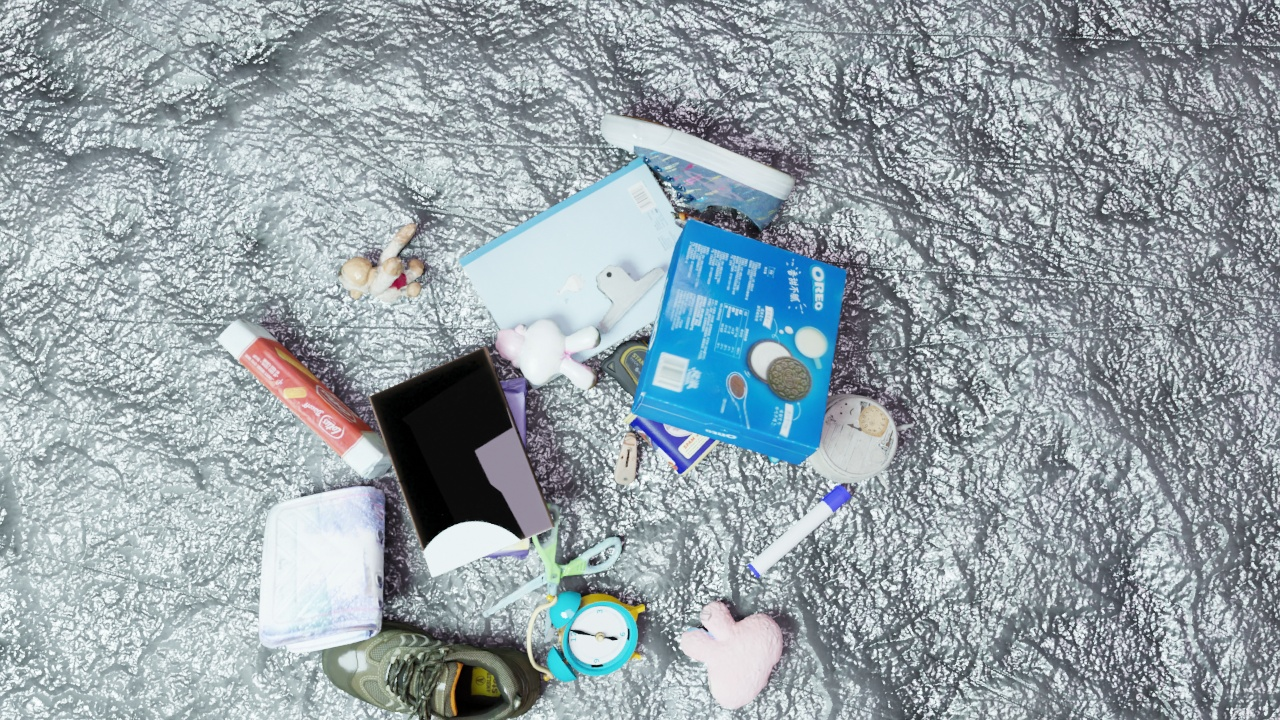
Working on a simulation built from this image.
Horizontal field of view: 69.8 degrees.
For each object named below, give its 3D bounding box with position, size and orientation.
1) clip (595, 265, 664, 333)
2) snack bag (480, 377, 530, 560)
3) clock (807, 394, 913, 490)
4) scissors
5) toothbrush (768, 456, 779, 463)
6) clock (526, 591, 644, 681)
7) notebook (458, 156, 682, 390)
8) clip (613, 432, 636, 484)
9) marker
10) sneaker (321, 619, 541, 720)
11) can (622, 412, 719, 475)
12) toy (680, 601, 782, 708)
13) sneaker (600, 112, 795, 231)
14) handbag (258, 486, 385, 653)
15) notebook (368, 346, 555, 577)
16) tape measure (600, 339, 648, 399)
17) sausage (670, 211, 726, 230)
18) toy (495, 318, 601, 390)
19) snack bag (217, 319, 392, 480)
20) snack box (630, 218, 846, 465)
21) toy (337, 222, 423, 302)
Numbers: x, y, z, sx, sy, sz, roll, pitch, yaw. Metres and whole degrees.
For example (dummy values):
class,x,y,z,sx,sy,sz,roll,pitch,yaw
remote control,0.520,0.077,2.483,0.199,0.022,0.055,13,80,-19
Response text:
class,x,y,z,sx,sy,sz,roll,pitch,yaw
clip,-0.026,-0.085,1.068,0.055,0.045,0.101,45,83,-4
snack bag,-0.172,0.120,1.026,0.096,0.058,0.205,-1,81,-5
clock,0.222,0.080,1.043,0.157,0.061,0.103,23,83,-1
scissors,-0.092,0.235,1.009,0.172,0.023,0.171,-7,112,-33
toothbrush,0.155,0.052,1.066,0.022,0.017,0.135,0,83,-6
clock,-0.060,0.302,1.007,0.129,0.044,0.099,2,95,-16
notebook,-0.060,-0.105,1.081,0.253,0.009,0.181,-30,86,-5
clip,-0.016,0.110,1.053,0.026,0.059,0.052,5,43,-3
marker,0.181,0.195,1.049,0.141,0.020,0.020,-39,86,-6
sneaker,-0.226,0.340,0.953,0.238,0.143,0.101,9,83,-1
can,0.053,0.060,1.042,0.092,0.056,0.116,45,83,2
toy,0.100,0.320,1.017,0.105,0.053,0.108,35,83,13
sneaker,0.059,-0.220,1.074,0.235,0.087,0.079,20,103,-4
handbag,-0.329,0.223,0.976,0.126,0.069,0.158,-13,60,10
notebook,-0.194,0.107,0.987,0.141,0.008,0.209,-23,80,3
tape measure,-0.006,0.006,1.057,0.061,0.034,0.061,-43,98,-2
sausage,0.105,-0.142,1.081,0.155,0.020,0.020,22,83,-4
toy,-0.104,-0.010,1.045,0.122,0.038,0.079,11,97,-1
snack bag,-0.365,0.044,1.016,0.225,0.077,0.041,41,86,3
snack box,0.113,-0.025,1.011,0.195,0.056,0.238,18,62,-4
toy,-0.299,-0.105,1.048,0.106,0.074,0.085,-12,51,16
